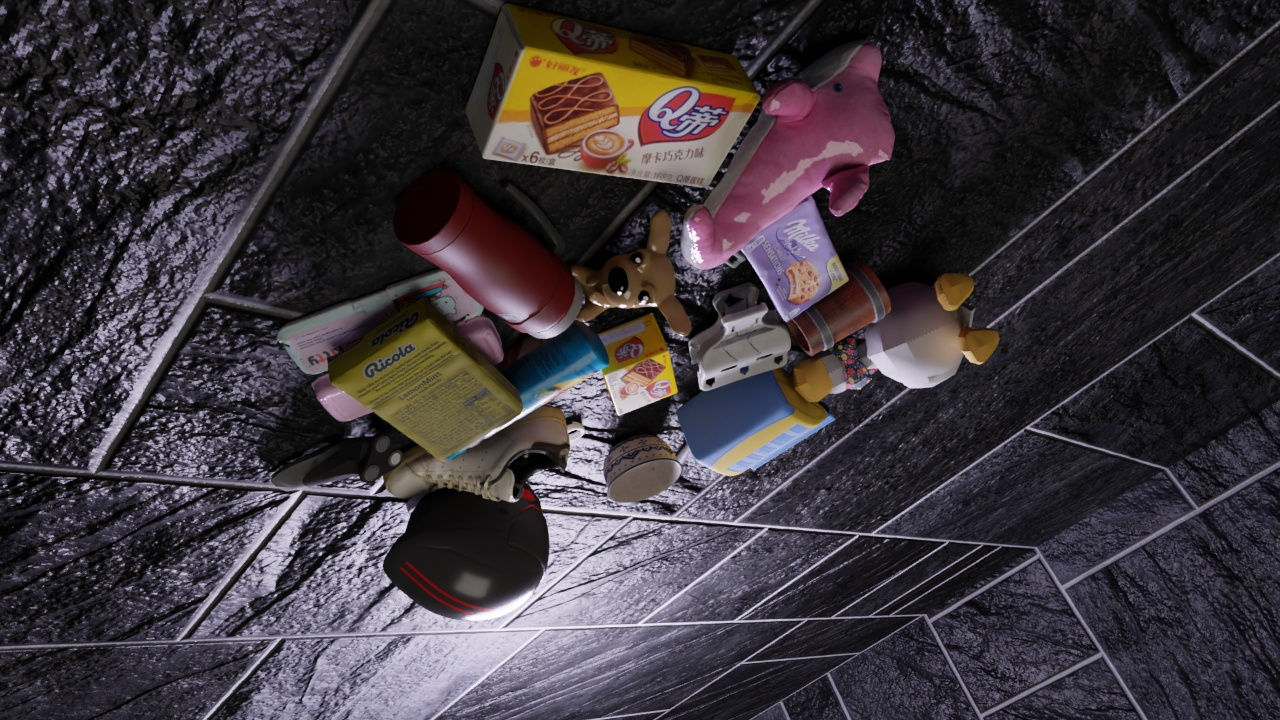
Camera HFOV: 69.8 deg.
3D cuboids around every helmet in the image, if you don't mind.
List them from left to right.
[{"bbox_3d":[-0.218,0.259,1.220,0.264,0.169,0.165,16,130,-46],"label":"helmet"}]

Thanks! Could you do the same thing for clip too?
[{"bbox_3d":[0.089,-0.126,1.027,0.035,0.023,0.074,-39,146,21],"label":"clip"},{"bbox_3d":[0.122,-0.037,1.158,0.125,0.091,0.152,-20,133,-8],"label":"clip"}]

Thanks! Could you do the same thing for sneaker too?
[{"bbox_3d":[-0.199,0.142,1.159,0.241,0.102,0.089,-20,148,-4],"label":"sneaker"}]

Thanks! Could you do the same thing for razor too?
[{"bbox_3d":[-0.362,0.123,1.082,0.156,0.060,0.057,-10,138,15],"label":"razor"}]

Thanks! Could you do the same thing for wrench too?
[{"bbox_3d":[-0.199,0.152,1.256,0.273,0.018,0.066,-27,148,4],"label":"wrench"}]

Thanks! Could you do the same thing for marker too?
[{"bbox_3d":[0.063,0.151,1.420,0.022,0.016,0.139,-36,163,-47],"label":"marker"}]

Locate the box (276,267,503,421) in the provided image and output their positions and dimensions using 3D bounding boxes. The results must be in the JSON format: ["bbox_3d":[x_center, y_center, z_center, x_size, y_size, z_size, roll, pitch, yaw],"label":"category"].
[{"bbox_3d":[-0.253,-0.012,0.959,0.201,0.044,0.155,-21,147,-4],"label":"box"}]

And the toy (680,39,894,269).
[{"bbox_3d":[0.149,-0.177,0.853,0.265,0.128,0.186,-47,164,3],"label":"toy"}]

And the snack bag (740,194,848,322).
[{"bbox_3d":[0.163,-0.128,1.036,0.096,0.058,0.205,-32,143,7],"label":"snack bag"}]

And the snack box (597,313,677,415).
[{"bbox_3d":[-0.007,0.007,1.121,0.083,0.061,0.106,-21,148,-3],"label":"snack box"}]

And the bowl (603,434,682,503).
[{"bbox_3d":[-0.003,0.152,1.335,0.115,0.059,0.116,-16,147,-11],"label":"bowl"}]

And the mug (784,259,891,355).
[{"bbox_3d":[0.240,-0.064,1.160,0.111,0.081,0.117,-33,-176,-3],"label":"mug"}]

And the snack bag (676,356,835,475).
[{"bbox_3d":[0.174,0.094,1.318,0.159,0.102,0.205,-35,144,21],"label":"snack bag"}]

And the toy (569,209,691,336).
[{"bbox_3d":[-0.015,-0.082,0.969,0.108,0.134,0.105,-11,-179,32],"label":"toy"}]

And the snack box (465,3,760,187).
[{"bbox_3d":[-0.021,-0.220,0.784,0.229,0.061,0.110,1,140,-32],"label":"snack box"}]

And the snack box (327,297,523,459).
[{"bbox_3d":[-0.216,0.025,0.952,0.121,0.045,0.181,-32,136,9],"label":"snack box"}]

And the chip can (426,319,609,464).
[{"bbox_3d":[-0.150,0.030,1.052,0.230,0.079,0.080,-31,147,10],"label":"chip can"}]

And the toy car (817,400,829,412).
[{"bbox_3d":[0.237,0.073,1.390,0.112,0.034,0.046,13,126,-33],"label":"toy car"}]

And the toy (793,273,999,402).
[{"bbox_3d":[0.349,-0.025,1.239,0.246,0.141,0.268,-22,177,-34],"label":"toy"}]

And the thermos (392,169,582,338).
[{"bbox_3d":[-0.132,-0.105,0.874,0.108,0.084,0.198,-59,142,-6],"label":"thermos"}]
